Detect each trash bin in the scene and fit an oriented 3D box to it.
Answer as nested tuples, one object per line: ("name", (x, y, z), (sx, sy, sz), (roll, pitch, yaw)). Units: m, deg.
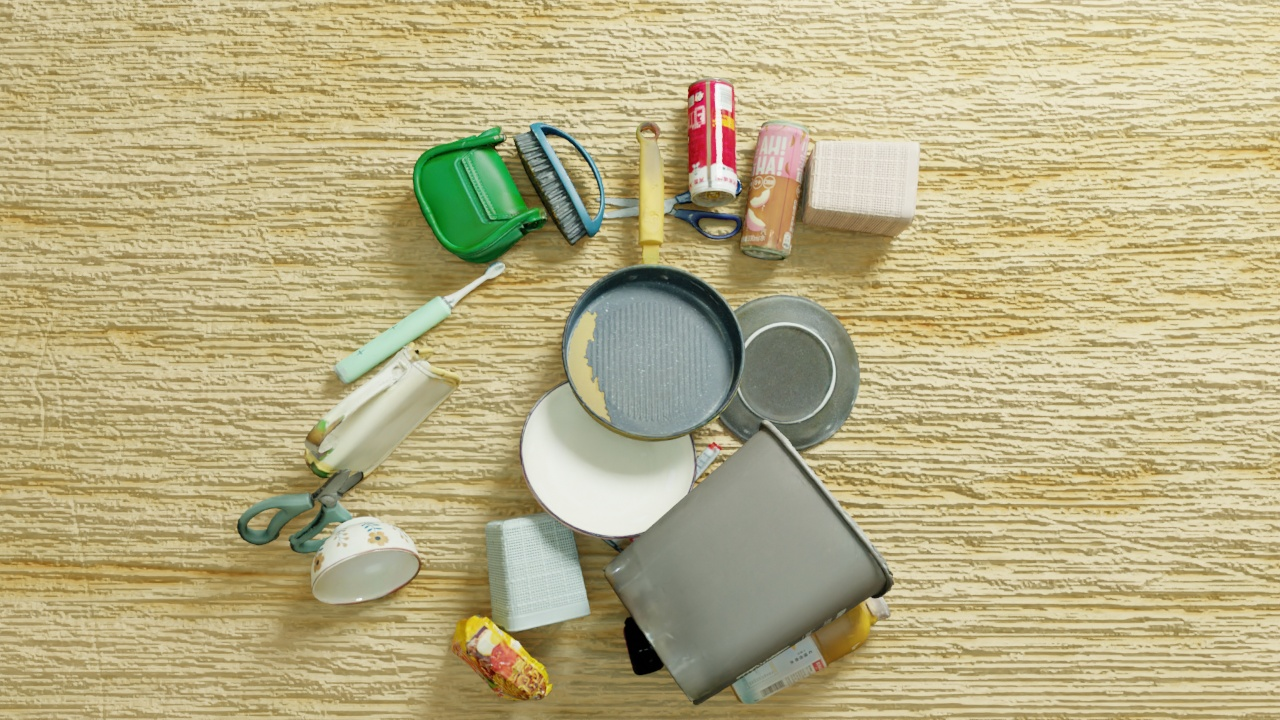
("trash bin", (0.100, 0.212, 0.912), (0.219, 0.199, 0.198), (-36, 69, -6))

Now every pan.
("pan", (0.012, -0.089, 1.003), (0.197, 0.078, 0.356), (0, 71, -6))

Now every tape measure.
("tape measure", (0.005, 0.310, 0.997), (0.039, 0.058, 0.057), (-15, 45, -5))

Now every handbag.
("handbag", (-0.281, 0.049, 0.950), (0.063, 0.179, 0.163), (44, 89, 7))
("handbag", (-0.180, -0.181, 1.013), (0.120, 0.068, 0.131), (-28, 86, 5))

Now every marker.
("marker", (0.039, 0.149, 1.027), (0.017, 0.017, 0.145), (41, 87, 2))

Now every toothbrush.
("toothbrush", (0.029, 0.246, 1.022), (0.181, 0.016, 0.018), (39, 78, 2))
("toothbrush", (-0.246, -0.045, 1.030), (0.224, 0.027, 0.026), (-34, 125, -2))

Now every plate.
("plate", (0.161, 0.014, 1.031), (0.179, 0.024, 0.179), (0, 87, -1))
("plate", (-0.036, 0.106, 0.990), (0.192, 0.039, 0.192), (6, 59, -11))

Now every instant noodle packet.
("instant noodle packet", (-0.152, 0.316, 0.965), (0.111, 0.129, 0.044), (44, 63, -1))

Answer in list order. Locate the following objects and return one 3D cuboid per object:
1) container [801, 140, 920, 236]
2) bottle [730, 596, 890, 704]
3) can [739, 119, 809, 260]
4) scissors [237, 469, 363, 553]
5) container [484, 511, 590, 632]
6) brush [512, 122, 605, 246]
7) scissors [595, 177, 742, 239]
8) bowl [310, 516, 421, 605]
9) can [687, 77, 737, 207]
("container", (0.239, -0.191, 1.012), (0.111, 0.090, 0.090), (5, 87, 3))
("bottle", (0.178, 0.303, 0.993), (0.189, 0.068, 0.068), (-26, 87, -2))
("can", (0.149, -0.188, 1.024), (0.058, 0.058, 0.147), (10, 87, 0))
("scissors", (-0.353, 0.152, 0.953), (0.143, 0.180, 0.019), (14, 46, -31))
("container", (-0.114, 0.221, 0.978), (0.090, 0.090, 0.111), (-6, 84, -24))
("brush", (-0.083, -0.203, 1.025), (0.073, 0.055, 0.144), (-28, 87, 0))
("scissors", (0.036, -0.185, 1.047), (0.172, 0.012, 0.132), (29, 89, 2))
("bowl", (-0.299, 0.209, 0.985), (0.113, 0.113, 0.062), (-26, 57, -2))
("can", (0.080, -0.241, 1.020), (0.053, 0.053, 0.132), (0, 78, -1))
